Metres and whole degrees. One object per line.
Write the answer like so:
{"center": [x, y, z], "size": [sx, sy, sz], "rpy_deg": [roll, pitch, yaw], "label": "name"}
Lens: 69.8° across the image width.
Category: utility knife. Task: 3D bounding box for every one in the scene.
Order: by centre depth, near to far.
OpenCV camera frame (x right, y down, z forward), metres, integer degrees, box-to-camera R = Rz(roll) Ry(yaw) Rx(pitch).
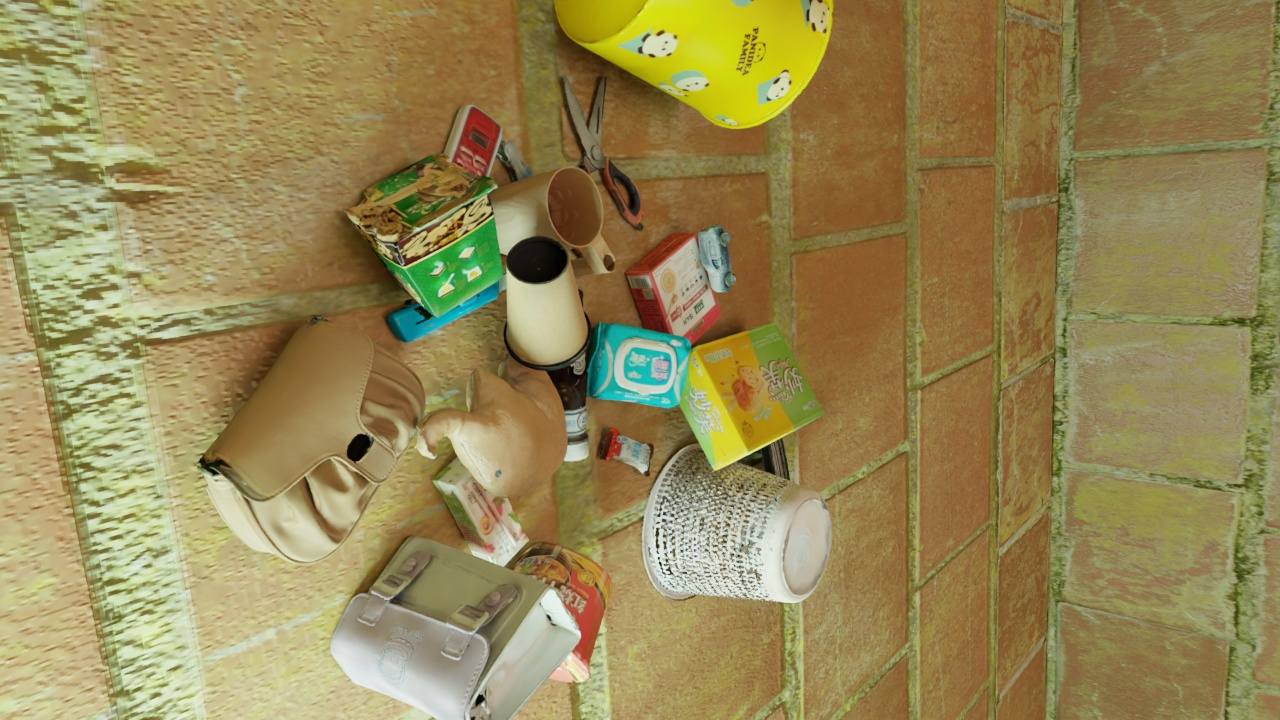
{"center": [-0.176, -0.069, 0.966], "size": [0.213, 0.018, 0.034], "rpy_deg": [-32, 118, -45], "label": "utility knife"}

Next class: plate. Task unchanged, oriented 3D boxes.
{"center": [0.204, 0.156, 1.402], "size": [0.179, 0.024, 0.179], "rpy_deg": [-11, 90, -76], "label": "plate"}

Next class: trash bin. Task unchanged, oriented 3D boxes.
{"center": [0.055, -0.413, 1.054], "size": [0.254, 0.230, 0.229], "rpy_deg": [6, 89, -45], "label": "trash bin"}
{"center": [0.144, 0.236, 1.254], "size": [0.227, 0.192, 0.227], "rpy_deg": [-8, 100, -49], "label": "trash bin"}

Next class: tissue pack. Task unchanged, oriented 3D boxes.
{"center": [-0.007, 0.007, 1.129], "size": [0.133, 0.050, 0.093], "rpy_deg": [9, 88, -29], "label": "tissue pack"}

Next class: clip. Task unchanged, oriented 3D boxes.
{"center": [-0.137, -0.215, 0.995], "size": [0.025, 0.032, 0.057], "rpy_deg": [-58, 138, -26], "label": "clip"}

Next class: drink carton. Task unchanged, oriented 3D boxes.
{"center": [-0.168, 0.161, 0.981], "size": [0.053, 0.046, 0.122], "rpy_deg": [-44, 125, -37], "label": "drink carton"}

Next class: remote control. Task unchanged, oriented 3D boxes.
{"center": [-0.181, -0.193, 0.943], "size": [0.056, 0.020, 0.135], "rpy_deg": [31, 71, -49], "label": "remote control"}

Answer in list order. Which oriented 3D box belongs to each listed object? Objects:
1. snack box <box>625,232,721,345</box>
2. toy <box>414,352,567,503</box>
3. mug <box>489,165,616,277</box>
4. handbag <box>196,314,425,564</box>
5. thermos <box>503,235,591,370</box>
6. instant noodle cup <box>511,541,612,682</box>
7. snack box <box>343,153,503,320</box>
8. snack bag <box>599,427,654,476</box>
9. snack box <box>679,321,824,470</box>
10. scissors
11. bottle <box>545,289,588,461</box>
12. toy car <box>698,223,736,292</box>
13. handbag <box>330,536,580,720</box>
{"center": [0.046, -0.087, 1.210], "size": [0.113, 0.044, 0.127], "rpy_deg": [-44, 125, -39], "label": "snack box"}
{"center": [-0.141, 0.074, 0.929], "size": [0.143, 0.083, 0.225], "rpy_deg": [64, 21, -3], "label": "toy"}
{"center": [-0.095, -0.139, 0.977], "size": [0.125, 0.104, 0.084], "rpy_deg": [58, 48, -30], "label": "mug"}
{"center": [-0.275, 0.069, 0.797], "size": [0.148, 0.100, 0.204], "rpy_deg": [55, 50, -41], "label": "handbag"}
{"center": [-0.098, -0.056, 0.927], "size": [0.092, 0.093, 0.143], "rpy_deg": [-58, 162, -29], "label": "thermos"}
{"center": [-0.100, 0.276, 1.019], "size": [0.138, 0.138, 0.108], "rpy_deg": [57, 44, -37], "label": "instant noodle cup"}
{"center": [-0.193, -0.114, 0.865], "size": [0.117, 0.118, 0.106], "rpy_deg": [-35, 134, -20], "label": "snack box"}
{"center": [-0.013, 0.117, 1.178], "size": [0.105, 0.026, 0.045], "rpy_deg": [29, 63, -49], "label": "snack bag"}
{"center": [0.147, 0.044, 1.277], "size": [0.209, 0.070, 0.157], "rpy_deg": [-18, 77, -47], "label": "snack box"}
{"center": [-0.054, -0.226, 1.097], "size": [0.227, 0.015, 0.188], "rpy_deg": [54, 55, -38], "label": "scissors"}
{"center": [-0.084, 0.018, 1.055], "size": [0.079, 0.044, 0.195], "rpy_deg": [-42, 130, -71], "label": "bottle"}
{"center": [0.099, -0.133, 1.204], "size": [0.034, 0.043, 0.090], "rpy_deg": [-14, 102, -23], "label": "toy car"}
{"center": [-0.180, 0.257, 0.861], "size": [0.144, 0.197, 0.098], "rpy_deg": [-54, 134, -32], "label": "handbag"}
